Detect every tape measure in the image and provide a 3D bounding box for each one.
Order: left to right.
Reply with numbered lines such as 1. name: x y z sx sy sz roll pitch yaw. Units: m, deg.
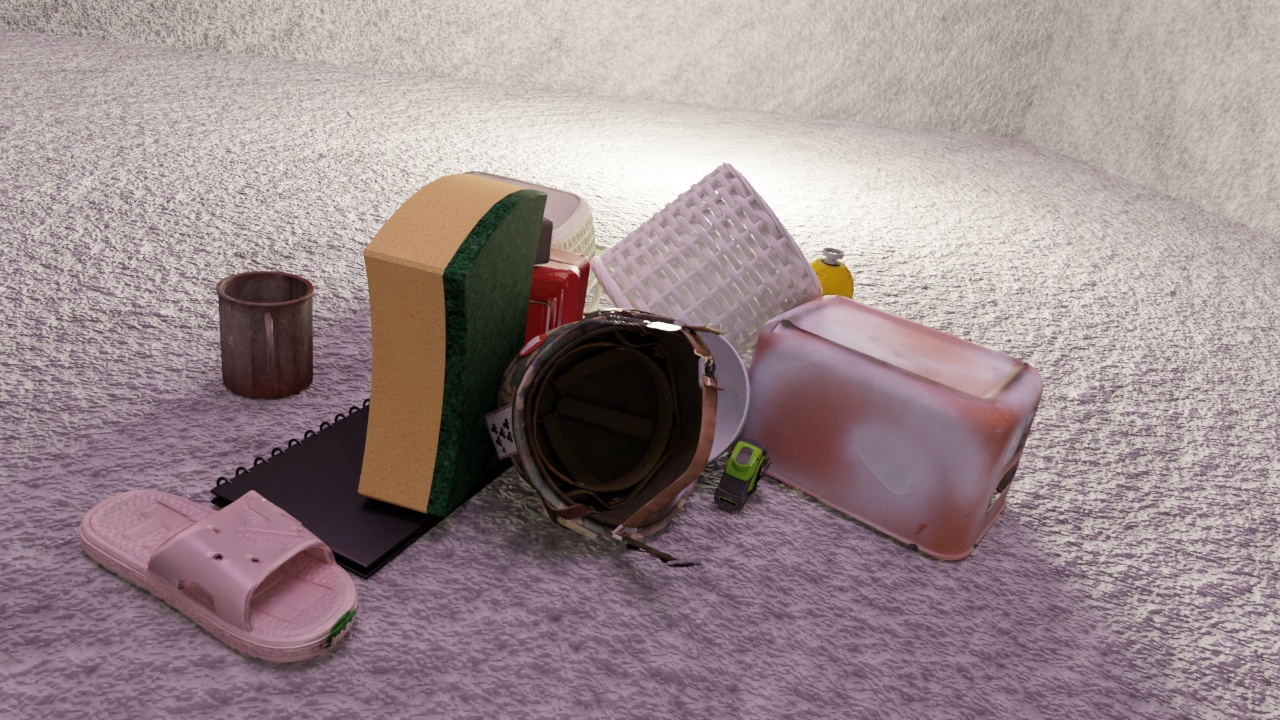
1. tape measure: 0.100 0.104 0.862 0.036 0.059 0.065 22 27 16

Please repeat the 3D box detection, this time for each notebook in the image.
1. notebook: -0.233 0.096 0.815 0.169 0.019 0.230 19 27 19

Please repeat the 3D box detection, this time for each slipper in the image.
1. slipper: -0.302 0.133 0.658 0.239 0.064 0.094 17 26 21

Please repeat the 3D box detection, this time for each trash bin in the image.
1. trash bin: 0.240 0.050 0.912 0.260 0.158 0.181 24 28 30

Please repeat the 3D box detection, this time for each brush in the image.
1. brush: -0.155 -0.019 0.769 0.075 0.251 0.194 14 29 6

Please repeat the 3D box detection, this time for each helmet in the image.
1. helmet: -0.017 0.053 0.772 0.237 0.192 0.224 14 -5 33

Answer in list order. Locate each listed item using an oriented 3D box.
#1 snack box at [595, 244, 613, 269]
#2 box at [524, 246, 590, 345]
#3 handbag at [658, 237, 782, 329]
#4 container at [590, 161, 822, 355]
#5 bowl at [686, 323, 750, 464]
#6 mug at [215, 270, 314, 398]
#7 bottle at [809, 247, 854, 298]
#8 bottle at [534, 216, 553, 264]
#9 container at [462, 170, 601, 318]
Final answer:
1. snack box: -0.040 -0.145 1.389 0.147 0.025 0.080 11 25 5
2. box: -0.127 -0.045 0.993 0.135 0.158 0.117 10 20 -2
3. handbag: 0.107 -0.104 1.243 0.198 0.096 0.141 19 43 8
4. container: 0.073 -0.091 1.022 0.187 0.189 0.189 -37 29 5
5. bowl: 0.050 0.041 0.915 0.144 0.144 0.074 23 0 27
6. mug: -0.370 -0.019 0.912 0.096 0.110 0.123 -6 29 -19
7. bottle: 0.217 -0.057 1.121 0.071 0.164 0.071 7 25 -4
8. bottle: -0.171 -0.146 0.953 0.083 0.046 0.174 -9 29 -35
9. container: -0.176 -0.150 1.214 0.252 0.143 0.184 16 40 15
